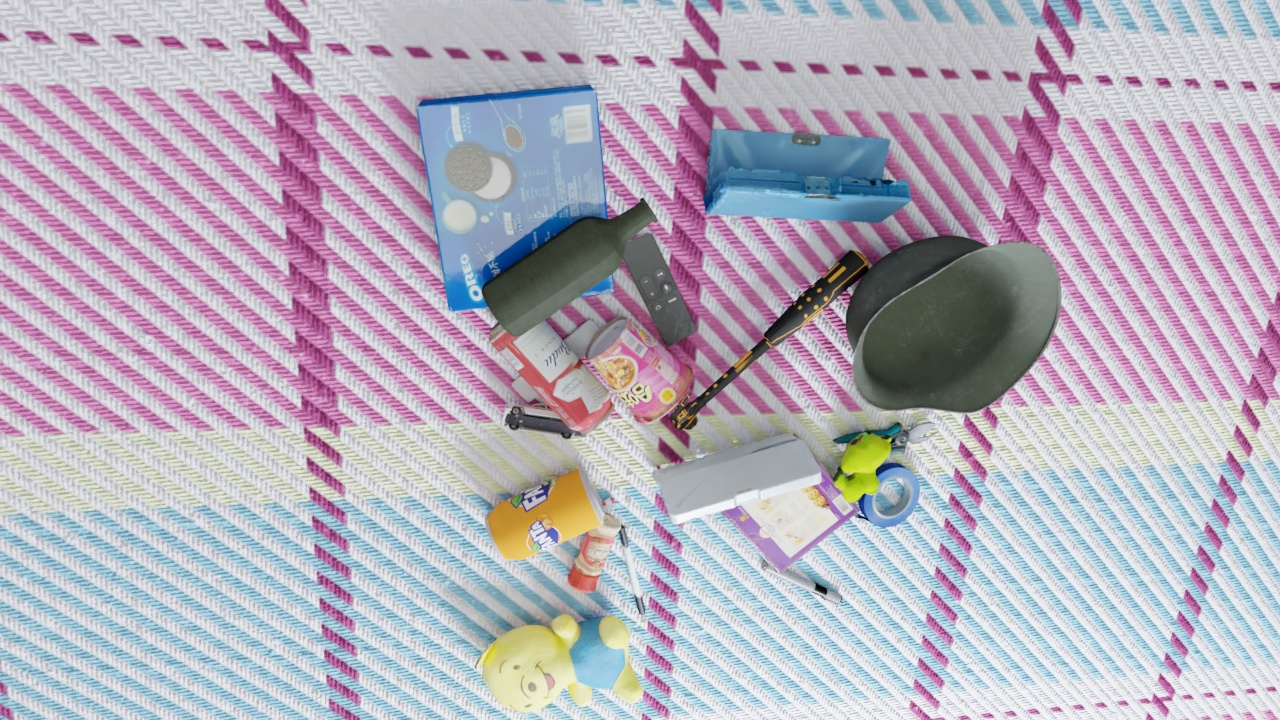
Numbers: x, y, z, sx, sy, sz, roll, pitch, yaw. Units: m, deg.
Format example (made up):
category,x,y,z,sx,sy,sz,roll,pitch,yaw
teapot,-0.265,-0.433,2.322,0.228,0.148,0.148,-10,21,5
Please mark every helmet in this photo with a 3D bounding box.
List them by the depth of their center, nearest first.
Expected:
category,x,y,z,sx,sy,sz,roll,pitch,yaw
helmet,0.352,-0.056,1.129,0.267,0.154,0.227,-31,125,-6

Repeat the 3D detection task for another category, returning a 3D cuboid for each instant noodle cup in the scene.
category,x,y,z,sx,sy,sz,roll,pitch,yaw
instant noodle cup,-0.007,0.007,1.120,0.098,0.097,0.108,-42,113,7

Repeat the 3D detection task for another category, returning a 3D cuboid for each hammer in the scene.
category,x,y,z,sx,sy,sz,roll,pitch,yaw
hammer,0.161,-0.025,1.151,0.320,0.123,0.036,-42,76,0

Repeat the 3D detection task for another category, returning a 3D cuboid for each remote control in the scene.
category,x,y,z,sx,sy,sz,roll,pitch,yaw
remote control,0.022,-0.087,1.138,0.045,0.008,0.147,-27,113,0
remote control,-0.102,0.000,1.146,0.131,0.012,0.033,-39,111,6

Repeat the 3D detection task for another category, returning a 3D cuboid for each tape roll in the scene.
category,x,y,z,sx,sy,sz,roll,pitch,yaw
tape roll,0.351,0.191,1.297,0.091,0.016,0.093,17,103,-23

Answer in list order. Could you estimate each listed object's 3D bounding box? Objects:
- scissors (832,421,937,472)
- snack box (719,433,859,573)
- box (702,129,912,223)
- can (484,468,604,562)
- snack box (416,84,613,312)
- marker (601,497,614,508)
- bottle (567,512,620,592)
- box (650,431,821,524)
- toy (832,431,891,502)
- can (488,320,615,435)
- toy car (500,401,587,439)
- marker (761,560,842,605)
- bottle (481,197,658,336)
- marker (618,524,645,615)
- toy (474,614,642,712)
category,x,y,z,sx,sy,sz,roll,pitch,yaw
scissors,0.331,0.114,1.269,0.153,0.019,0.128,26,105,-18
snack box,0.203,0.199,1.266,0.148,0.040,0.143,-40,113,6
box,0.195,-0.226,1.091,0.231,0.094,0.102,1,82,-10
can,-0.122,0.201,1.185,0.142,0.079,0.079,-24,113,-1
snack box,-0.137,-0.182,1.045,0.195,0.056,0.239,-7,113,-7
marker,-0.099,0.218,1.233,0.142,0.012,0.013,-25,113,0
bottle,-0.063,0.259,1.240,0.044,0.044,0.109,17,107,-17
box,0.118,0.141,1.175,0.197,0.136,0.049,-14,112,-5
toy,0.301,0.141,1.240,0.094,0.036,0.093,-21,111,-14
can,-0.106,0.011,1.105,0.067,0.067,0.170,-40,102,6
toy car,-0.118,0.071,1.158,0.113,0.039,0.039,10,135,-13
marker,0.235,0.323,1.334,0.140,0.016,0.016,27,104,-19
bottle,-0.074,-0.109,1.017,0.207,0.071,0.071,-34,113,4
marker,-0.012,0.294,1.280,0.011,0.011,0.152,-15,113,-5
toy,-0.114,0.419,1.272,0.214,0.084,0.149,-11,111,-4
